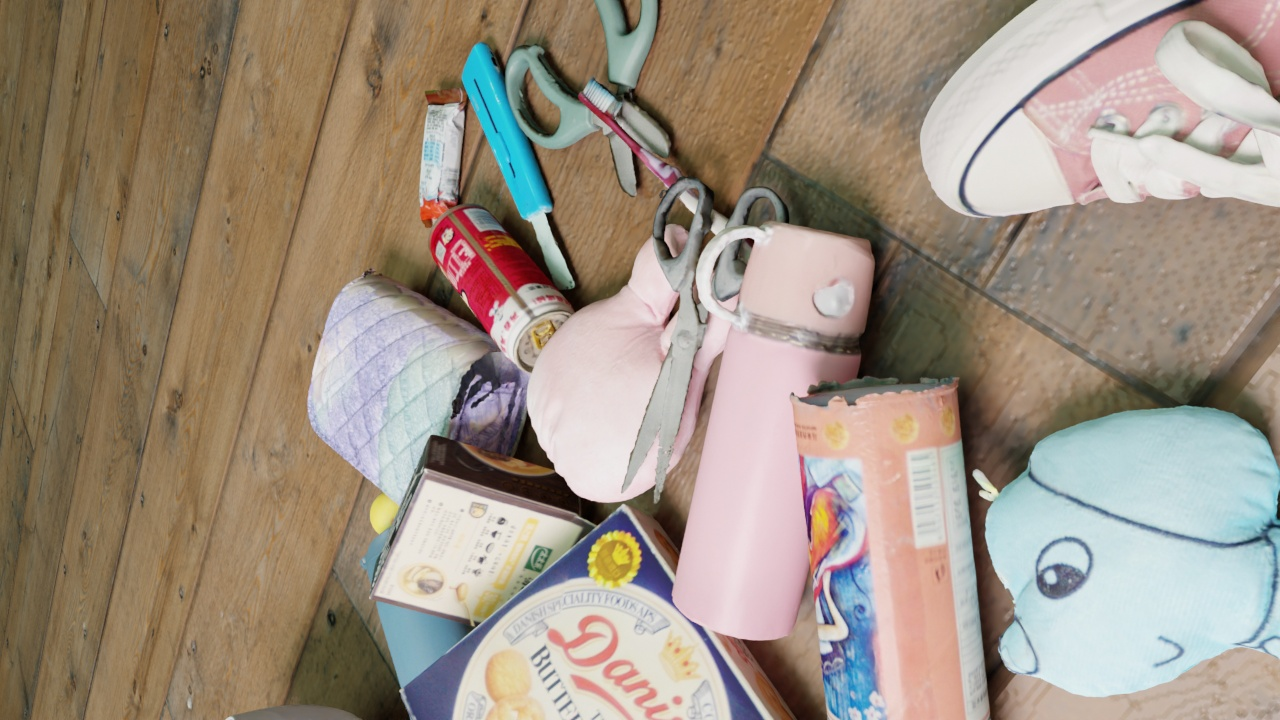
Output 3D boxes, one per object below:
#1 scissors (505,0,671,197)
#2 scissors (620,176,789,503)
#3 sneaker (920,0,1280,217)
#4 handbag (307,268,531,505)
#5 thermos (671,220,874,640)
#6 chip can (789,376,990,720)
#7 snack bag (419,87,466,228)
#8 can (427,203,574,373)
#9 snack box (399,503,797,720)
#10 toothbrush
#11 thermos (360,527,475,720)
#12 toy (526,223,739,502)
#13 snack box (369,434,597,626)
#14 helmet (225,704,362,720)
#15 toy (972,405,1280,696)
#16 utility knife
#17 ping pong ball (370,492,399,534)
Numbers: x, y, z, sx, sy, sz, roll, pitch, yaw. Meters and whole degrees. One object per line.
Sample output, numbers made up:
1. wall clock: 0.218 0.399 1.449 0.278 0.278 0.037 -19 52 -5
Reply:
1. scissors: -0.022 -0.191 0.572 0.175 0.019 0.176 42 117 36
2. scissors: 0.030 -0.014 0.479 0.151 0.014 0.170 -26 68 22
3. sneaker: 0.204 -0.084 0.289 0.242 0.118 0.087 -16 59 39
4. handbag: -0.168 0.023 0.683 0.194 0.075 0.134 28 105 40
5. thermos: 0.056 0.032 0.449 0.067 0.087 0.199 -134 53 -69
6. chip can: 0.109 0.115 0.387 0.071 0.071 0.214 -3 95 45
7. snack bag: -0.151 -0.153 0.697 0.048 0.026 0.104 9 96 39
8. can: -0.092 -0.050 0.616 0.132 0.053 0.053 48 122 36
9. snack box: -0.022 0.203 0.502 0.182 0.046 0.178 -41 58 5
10. toothbrush: 0.022 -0.104 0.519 0.187 0.016 0.017 49 116 26
11. thermos: -0.143 0.222 0.666 0.070 0.070 0.220 -43 61 36
12. toy: -0.003 0.003 0.531 0.160 0.054 0.121 -51 55 18
13. snack box: -0.098 0.121 0.599 0.113 0.125 0.053 -62 19 25
14. helmet: -0.237 0.384 0.704 0.258 0.145 0.230 55 127 20
15. toy: 0.199 0.066 0.330 0.156 0.049 0.161 37 106 40
16. utility knife: -0.084 -0.133 0.637 0.034 0.018 0.204 -39 65 37
17. ping pong ball: -0.195 0.123 0.733 0.040 0.040 0.040 0 90 45
